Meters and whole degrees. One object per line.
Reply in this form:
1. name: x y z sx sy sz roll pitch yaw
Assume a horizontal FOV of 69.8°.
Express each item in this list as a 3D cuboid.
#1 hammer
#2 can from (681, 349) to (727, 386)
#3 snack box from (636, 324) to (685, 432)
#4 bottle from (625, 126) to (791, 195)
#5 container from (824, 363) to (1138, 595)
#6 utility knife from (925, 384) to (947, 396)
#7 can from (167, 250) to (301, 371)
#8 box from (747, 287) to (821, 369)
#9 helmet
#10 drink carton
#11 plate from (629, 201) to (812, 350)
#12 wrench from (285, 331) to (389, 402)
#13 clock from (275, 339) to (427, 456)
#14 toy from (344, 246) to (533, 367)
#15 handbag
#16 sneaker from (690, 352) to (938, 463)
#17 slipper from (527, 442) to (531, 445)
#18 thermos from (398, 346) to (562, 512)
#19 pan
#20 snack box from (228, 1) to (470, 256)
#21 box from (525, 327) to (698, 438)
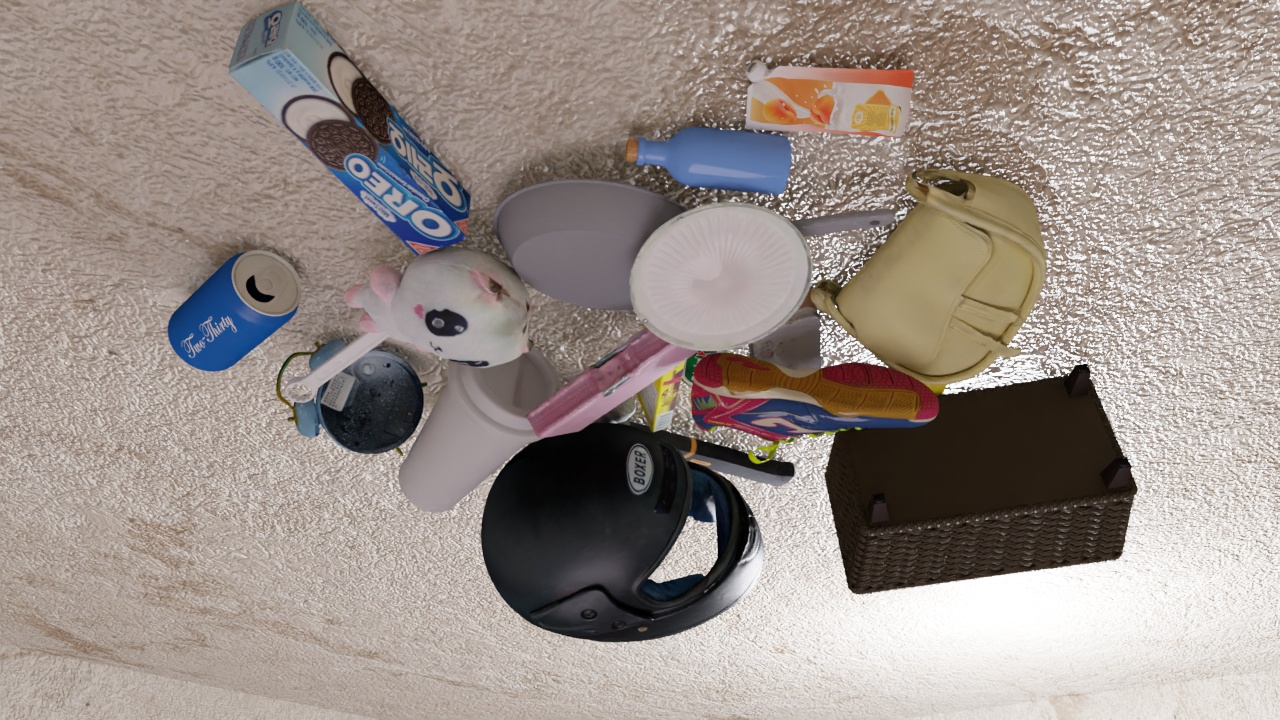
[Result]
1. hammer: 0.071 0.117 1.206 0.312 0.035 0.140 16 147 -23
2. can: 0.066 -0.014 0.978 0.053 0.053 0.101 2 148 -2
3. snack box: 0.020 0.018 1.020 0.025 0.061 0.149 -15 151 -14
4. bottle: 0.053 -0.164 0.744 0.131 0.048 0.048 5 148 -5
5. container: 0.386 0.134 1.065 0.321 0.176 0.205 -10 144 7
6. utility knife: 0.343 0.073 1.137 0.029 0.020 0.213 0 147 2
7. can: -0.406 -0.048 0.917 0.146 0.078 0.079 -27 138 37
8. box: 0.157 0.000 1.005 0.081 0.062 0.216 -8 148 7
9. helmet: -0.033 0.189 1.065 0.317 0.248 0.236 -11 133 16
10. drink carton: 0.141 -0.199 0.705 0.122 0.038 0.069 4 150 7
11. plate: 0.068 -0.070 0.782 0.157 0.014 0.157 -3 132 -3
12. wrench: -0.260 -0.031 0.930 0.274 0.009 0.047 -32 128 18
13. clock: -0.321 0.040 1.023 0.162 0.118 0.060 26 163 -27
14. toy: -0.190 -0.050 0.862 0.180 0.101 0.139 -2 146 13
15. handbag: 0.278 -0.071 0.852 0.191 0.088 0.233 13 146 -12
16. sneaker: 0.172 0.048 0.926 0.242 0.116 0.091 7 122 9
17. slipper: -0.087 0.165 1.247 0.093 0.081 0.197 -25 119 9
18. thermos: -0.191 0.082 1.036 0.131 0.131 0.222 20 132 -28
19. pan: 0.040 -0.101 0.812 0.357 0.050 0.201 0 158 17
20. snack box: -0.220 -0.174 0.731 0.059 0.059 0.226 -16 144 18
21. box: -0.005 0.005 0.906 0.233 0.037 0.098 -35 168 24
